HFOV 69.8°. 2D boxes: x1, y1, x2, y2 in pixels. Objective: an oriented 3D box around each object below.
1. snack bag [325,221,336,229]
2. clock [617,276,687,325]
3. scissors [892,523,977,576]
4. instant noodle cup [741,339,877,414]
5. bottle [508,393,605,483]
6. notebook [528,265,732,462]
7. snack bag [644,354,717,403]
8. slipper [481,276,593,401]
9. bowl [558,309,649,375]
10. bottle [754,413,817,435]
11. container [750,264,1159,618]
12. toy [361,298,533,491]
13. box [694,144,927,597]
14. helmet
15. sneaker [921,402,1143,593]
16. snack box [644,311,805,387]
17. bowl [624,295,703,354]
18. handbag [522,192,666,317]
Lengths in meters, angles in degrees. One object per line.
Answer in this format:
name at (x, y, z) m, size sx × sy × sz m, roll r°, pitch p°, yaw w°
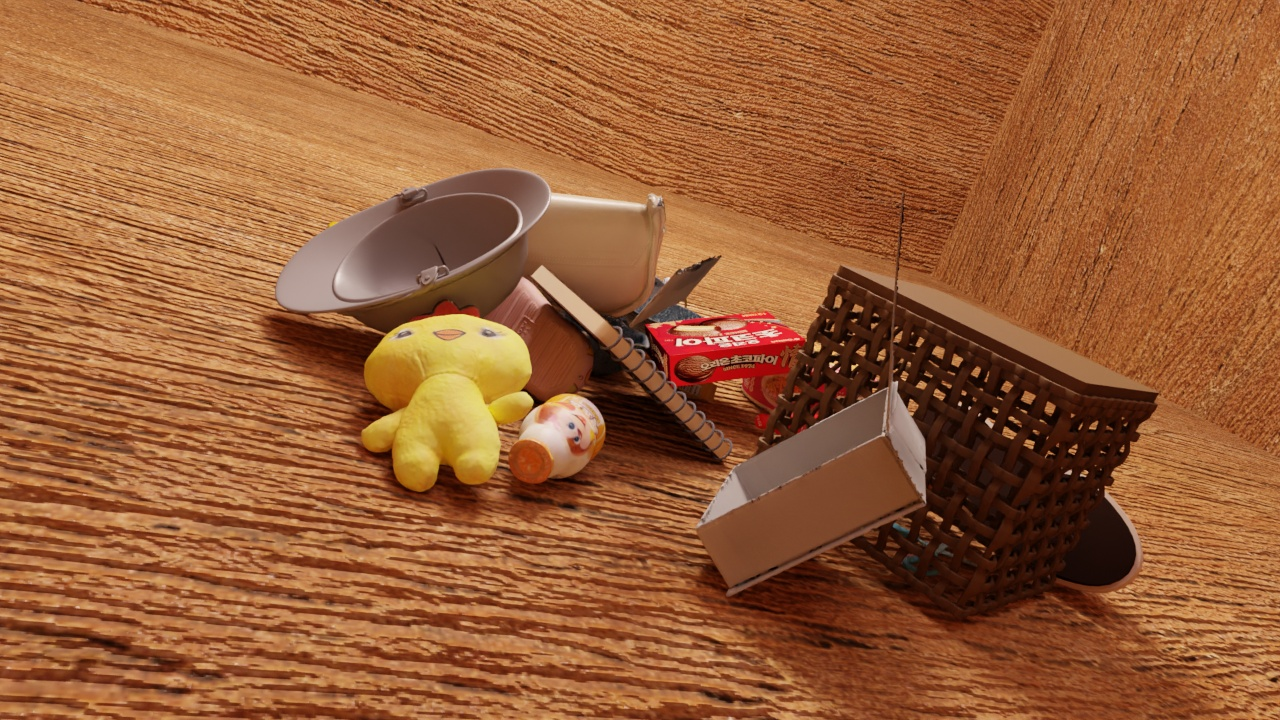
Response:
snack bag at (-0.250, -0.104, 1.064) m, size 0.160 × 0.068 × 0.246 m, roll 29°, pitch 18°, yaw 14°
clock at (0.010, -0.082, 1.286) m, size 0.117 × 0.083 × 0.057 m, roll 15°, pitch 11°, yaw -16°
scissors at (0.267, 0.177, 0.895) m, size 0.130 × 0.015 × 0.135 m, roll 33°, pitch 15°, yaw 35°
instant noodle cup at (0.206, 0.027, 1.182) m, size 0.178 × 0.078 × 0.178 m, roll 19°, pitch 15°, yaw -5°
bottle at (-0.070, 0.066, 0.746) m, size 0.063 × 0.063 × 0.108 m, roll 24°, pitch 17°, yaw 10°
notebook at (-0.005, 0.005, 0.905) m, size 0.225 × 0.024 × 0.167 m, roll 45°, pitch -2°, yaw -39°
snack bag at (0.046, 0.020, 1.100) m, size 0.099 × 0.026 × 0.020 m, roll 24°, pitch 22°, yaw 16°
slipper at (-0.101, -0.013, 0.948) m, size 0.081 × 0.093 × 0.197 m, roll 32°, pitch 6°, yaw -44°
bowl at (-0.049, -0.017, 1.051) m, size 0.110 × 0.055 × 0.110 m, roll 19°, pitch 17°, yaw -6°
bottle at (0.183, 0.076, 1.066) m, size 0.118 × 0.036 × 0.036 m, roll 9°, pitch 20°, yaw -33°
container at (0.291, 0.066, 0.870) m, size 0.219 × 0.214 × 0.252 m, roll 5°, pitch 22°, yaw -46°
toy at (-0.153, 0.027, 0.732) m, size 0.134 × 0.092 × 0.207 m, roll -4°, pitch 29°, yaw -7°
box at (0.147, 0.009, 0.696) m, size 0.165 × 0.330 × 0.166 m, roll 10°, pitch 13°, yaw 14°
helmet at (-0.199, -0.077, 0.888) m, size 0.271 × 0.118 × 0.183 m, roll -22°, pitch 41°, yaw -4°
sneaker at (0.425, 0.161, 1.009) m, size 0.116 × 0.112 × 0.294 m, roll 34°, pitch 5°, yaw -37°
snack box at (0.093, -0.016, 1.051) m, size 0.152 × 0.036 × 0.132 m, roll -7°, pitch 18°, yaw -9°
bowl at (0.028, -0.037, 1.203) m, size 0.137 × 0.057 × 0.137 m, roll 19°, pitch 17°, yaw -6°
handbag at (-0.087, -0.151, 1.051) m, size 0.228 × 0.185 × 0.131 m, roll -1°, pitch 58°, yaw -28°
